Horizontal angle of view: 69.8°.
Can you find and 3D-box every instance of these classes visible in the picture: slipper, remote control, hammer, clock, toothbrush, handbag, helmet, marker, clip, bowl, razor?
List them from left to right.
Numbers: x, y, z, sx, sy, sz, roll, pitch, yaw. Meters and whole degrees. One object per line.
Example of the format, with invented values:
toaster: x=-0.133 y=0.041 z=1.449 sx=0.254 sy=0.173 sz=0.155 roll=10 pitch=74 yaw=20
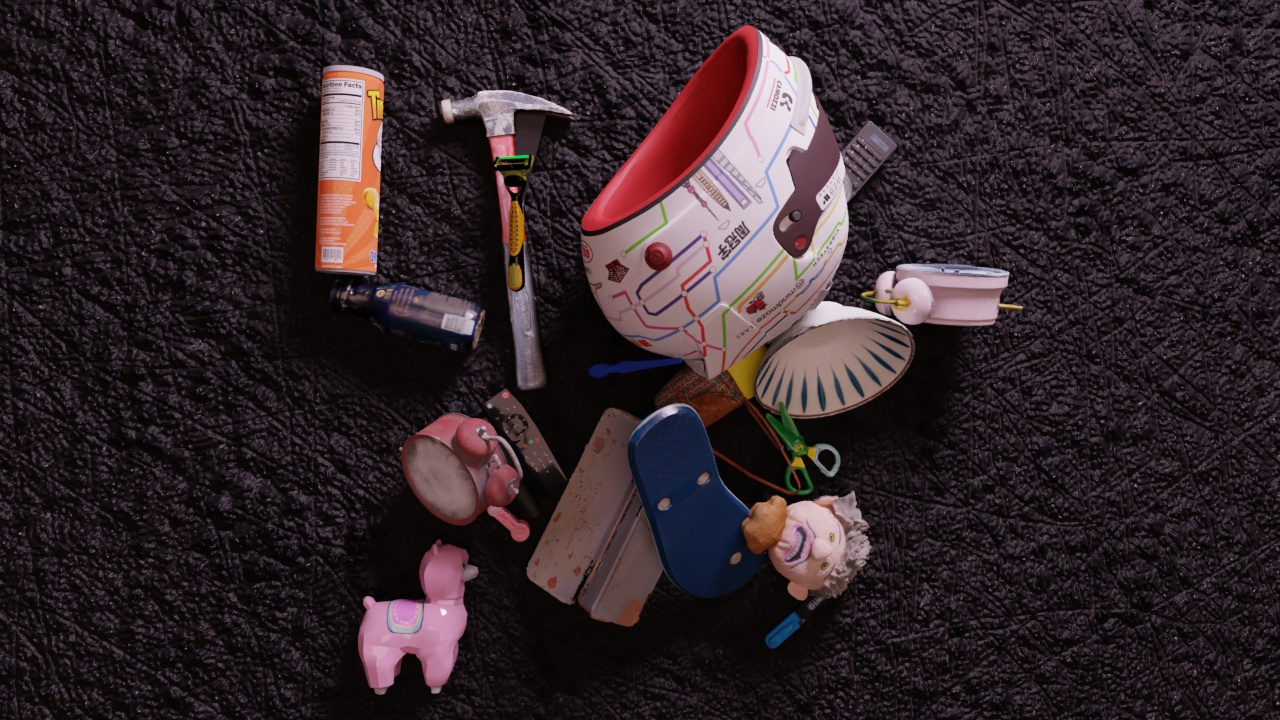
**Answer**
clock: x=-0.178 y=0.108 z=0.961 sx=0.061 sy=0.157 sz=0.110 roll=-37 pitch=107 yaw=-46
clip: x=-0.147 y=0.178 z=1.014 sx=0.059 sy=0.039 sz=0.022 roll=41 pitch=91 yaw=-2
razor: x=-0.133 y=-0.145 z=0.977 sx=0.044 sy=0.021 sz=0.144 roll=1 pitch=93 yaw=16
hammer: x=-0.128 y=-0.131 z=1.006 sx=0.140 sy=0.036 sz=0.326 roll=-7 pitch=93 yaw=-3
remote control: x=-0.127 y=0.090 z=1.025 sx=0.039 sy=0.010 sz=0.125 roll=-35 pitch=95 yaw=-3
toothbrush: x=-0.006 y=0.006 z=0.952 sx=0.011 sy=0.187 sz=0.016 roll=-15 pitch=94 yaw=-30
slipper: x=0.049 y=0.152 z=0.972 sx=0.118 sy=0.060 sz=0.295 roll=-37 pitch=130 yaw=-15
helmet: x=0.093 y=-0.138 z=0.925 sx=0.236 sy=0.231 sz=0.314 roll=38 pitch=92 yaw=-25
handbag: x=0.103 y=0.087 z=1.014 sx=0.196 sy=0.043 sz=0.094 roll=45 pitch=127 yaw=-10
marker: x=0.192 y=0.288 z=1.060 sx=0.123 sy=0.015 sz=0.018 roll=-41 pitch=91 yaw=-4
bowl: x=0.202 y=-0.015 z=1.005 sx=0.177 sy=0.178 sz=0.070 roll=-9 pitch=53 yaw=-5
remote control: x=0.227 y=-0.204 z=1.041 sx=0.045 sy=0.021 sz=0.140 roll=41 pitch=93 yaw=-4
clock: x=0.322 y=-0.073 z=1.007 sx=0.158 sy=0.117 sz=0.059 roll=0 pitch=101 yaw=-8

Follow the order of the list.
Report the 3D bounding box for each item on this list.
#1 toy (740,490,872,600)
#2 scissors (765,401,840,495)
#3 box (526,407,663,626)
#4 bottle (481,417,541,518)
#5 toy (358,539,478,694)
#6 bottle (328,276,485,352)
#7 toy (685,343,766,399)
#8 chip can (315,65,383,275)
toy: x=0.187 y=0.198 z=1.006 sx=0.175 sy=0.076 sz=0.132 roll=20 pitch=85 yaw=-29
scissors: x=0.185 y=0.091 z=1.032 sx=0.078 sy=0.013 sz=0.132 roll=-27 pitch=115 yaw=-8
box: x=-0.024 y=0.174 z=1.026 sx=0.121 sy=0.094 sz=0.217 roll=27 pitch=90 yaw=-33
bottle: x=-0.149 y=0.121 z=1.014 sx=0.033 sy=0.033 sz=0.123 roll=-34 pitch=95 yaw=-3
toy: x=-0.240 y=0.276 z=0.997 sx=0.123 sy=0.067 sz=0.157 roll=1 pitch=88 yaw=-4
bottle: x=-0.250 y=-0.052 z=0.986 sx=0.160 sy=0.056 sz=0.056 roll=15 pitch=91 yaw=-6
toy: x=0.098 y=0.003 z=1.027 sx=0.095 sy=0.041 sz=0.094 roll=44 pitch=95 yaw=-6
chip can: x=-0.308 y=-0.198 z=0.972 sx=0.062 sy=0.062 sz=0.210 roll=3 pitch=92 yaw=-5
